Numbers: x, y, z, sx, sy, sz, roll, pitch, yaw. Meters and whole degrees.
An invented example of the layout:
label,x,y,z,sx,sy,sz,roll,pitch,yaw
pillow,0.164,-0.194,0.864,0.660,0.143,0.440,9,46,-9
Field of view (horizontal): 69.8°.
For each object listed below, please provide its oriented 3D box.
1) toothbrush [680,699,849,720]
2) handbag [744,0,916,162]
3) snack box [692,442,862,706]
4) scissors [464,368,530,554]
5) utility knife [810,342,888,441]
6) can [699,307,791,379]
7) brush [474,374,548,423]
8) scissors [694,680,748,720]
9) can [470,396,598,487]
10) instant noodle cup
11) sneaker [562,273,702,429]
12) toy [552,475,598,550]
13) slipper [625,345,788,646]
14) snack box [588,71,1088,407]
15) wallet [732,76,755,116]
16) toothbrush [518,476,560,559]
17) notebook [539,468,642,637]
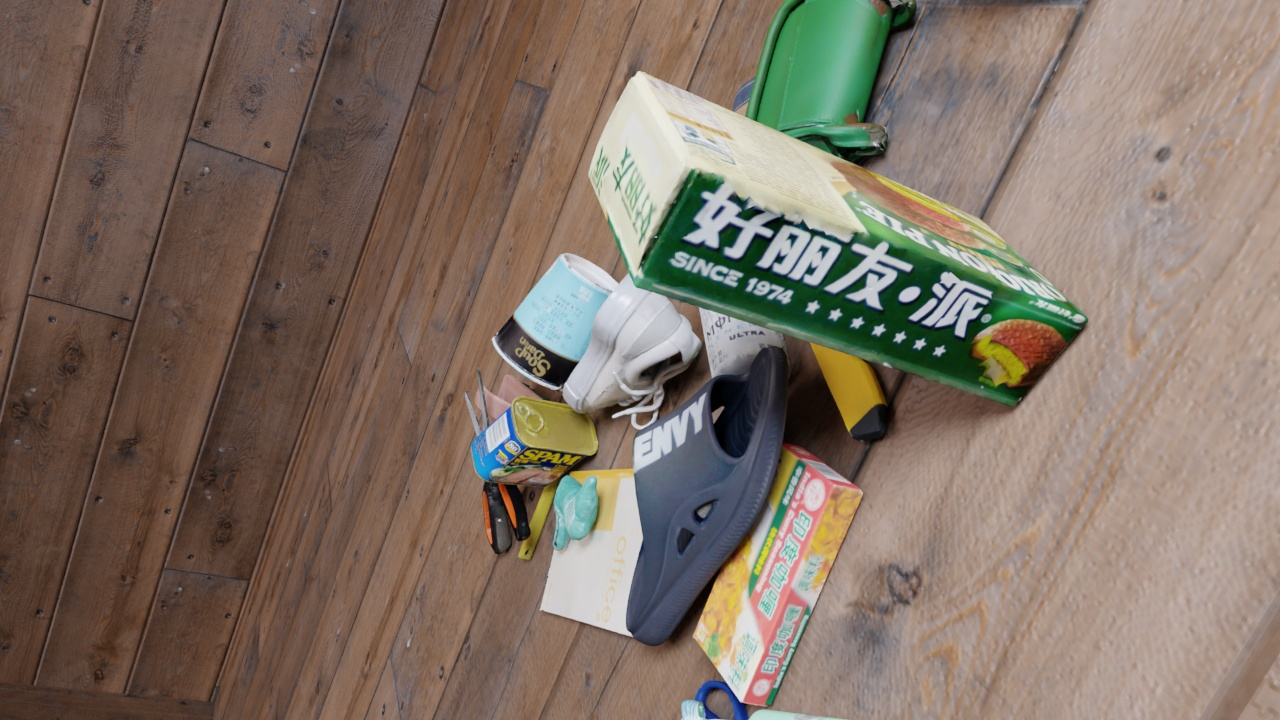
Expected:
label,x,y,z,sx,sy,sz,roll,pitch,yaw
toothbrush,0.091,0.221,0.539,0.225,0.026,0.027,-23,65,54
handbag,0.142,-0.205,0.673,0.120,0.068,0.131,13,86,57
snack box,0.088,0.139,0.609,0.077,0.027,0.156,39,110,63
scissors,-0.162,0.124,1.027,0.234,0.021,0.221,-128,35,-49
utility knife,0.134,-0.003,0.615,0.033,0.015,0.153,-49,34,30
can,0.074,-0.041,0.707,0.058,0.058,0.146,-50,35,40
brush,-0.142,0.061,1.060,0.146,0.073,0.063,26,97,62
scissors,0.077,0.251,0.584,0.172,0.012,0.140,-46,37,41
can,-0.108,0.085,0.927,0.083,0.102,0.057,-40,53,35
instant noodle cup,-0.080,-0.045,0.978,0.121,0.111,0.111,-55,30,16
sneaker,-0.005,0.005,0.831,0.089,0.091,0.243,-51,-3,-23
toy,-0.065,0.145,0.883,0.092,0.030,0.096,-146,68,-69
slipper,0.025,0.101,0.655,0.110,0.083,0.269,-84,15,-56
snack box,0.098,-0.058,0.463,0.063,0.239,0.114,-60,30,27
wallet,0.101,-0.183,0.772,0.090,0.033,0.115,-11,66,64
toothbrush,-0.095,0.128,0.991,0.190,0.015,0.016,-69,22,9
notebook,-0.035,0.172,0.852,0.207,0.010,0.145,-14,62,61
